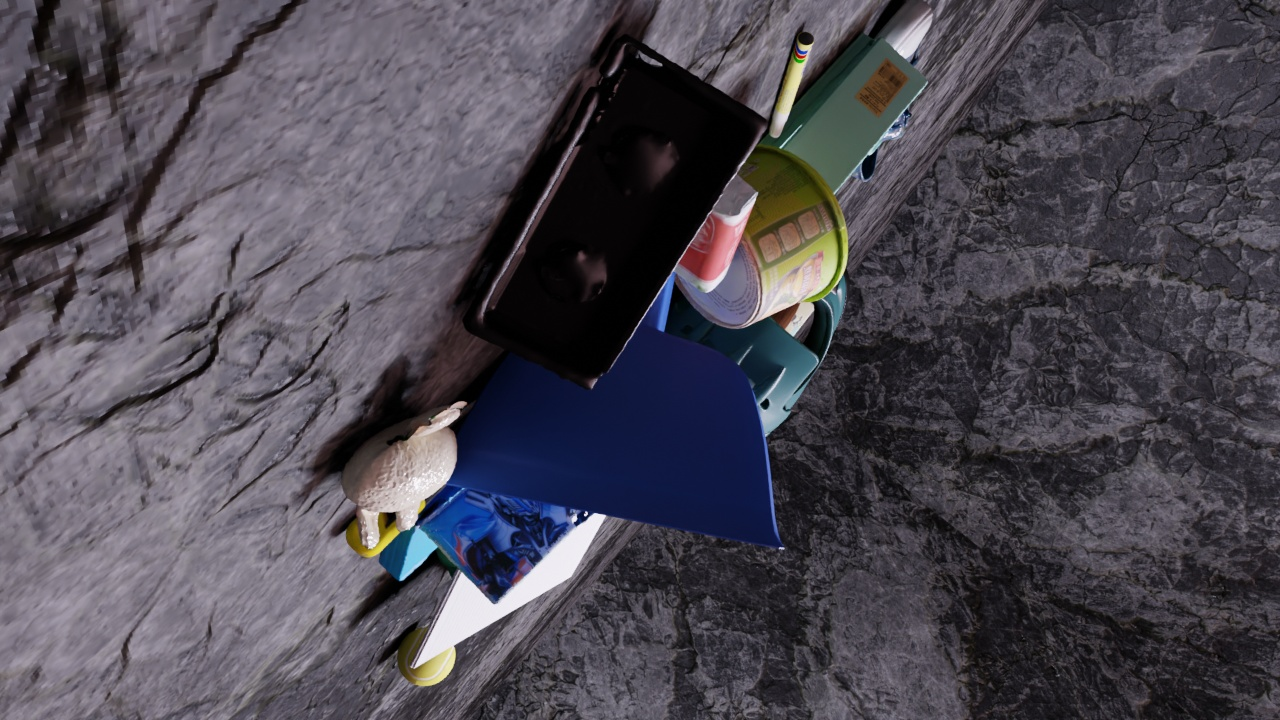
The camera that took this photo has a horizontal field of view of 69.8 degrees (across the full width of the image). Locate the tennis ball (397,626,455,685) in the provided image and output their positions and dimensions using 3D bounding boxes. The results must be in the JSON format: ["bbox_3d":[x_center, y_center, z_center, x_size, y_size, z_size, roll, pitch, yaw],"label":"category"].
[{"bbox_3d":[-0.246,0.340,1.055,0.065,0.065,0.065,-48,169,-12],"label":"tennis ball"}]

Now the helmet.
[{"bbox_3d":[0.107,-0.013,0.986,0.199,0.176,0.276,-45,177,-36],"label":"helmet"}]

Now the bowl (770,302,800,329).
[{"bbox_3d":[0.137,-0.071,1.203,0.147,0.069,0.147,-46,-162,20],"label":"bowl"}]

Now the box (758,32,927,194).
[{"bbox_3d":[0.193,-0.222,0.894,0.188,0.093,0.077,-48,168,-16],"label":"box"}]

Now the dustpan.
[{"bbox_3d":[-0.004,0.004,0.691,0.060,0.245,0.257,97,4,-62],"label":"dustpan"}]

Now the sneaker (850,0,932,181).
[{"bbox_3d":[0.271,-0.292,1.016,0.087,0.079,0.236,-44,168,-29],"label":"sneaker"}]

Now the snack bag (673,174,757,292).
[{"bbox_3d":[0.038,-0.106,0.681,0.036,0.077,0.116,-48,169,-22],"label":"snack bag"}]

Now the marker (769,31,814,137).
[{"bbox_3d":[0.128,-0.234,0.791,0.014,0.014,0.132,-48,169,-16],"label":"marker"}]

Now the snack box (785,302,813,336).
[{"bbox_3d":[0.158,-0.045,1.300,0.141,0.044,0.193,-52,-164,3],"label":"snack box"}]

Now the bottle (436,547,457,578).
[{"bbox_3d":[-0.161,0.201,0.928,0.068,0.068,0.210,-48,165,-13],"label":"bottle"}]

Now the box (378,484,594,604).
[{"bbox_3d":[-0.089,0.107,0.773,0.242,0.115,0.094,-41,165,-43],"label":"box"}]

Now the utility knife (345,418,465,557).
[{"bbox_3d":[-0.145,0.075,0.673,0.172,0.029,0.020,-47,175,-29],"label":"utility knife"}]

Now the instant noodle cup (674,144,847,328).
[{"bbox_3d":[0.091,-0.098,0.776,0.097,0.146,0.146,-33,162,-28],"label":"instant noodle cup"}]

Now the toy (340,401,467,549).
[{"bbox_3d":[-0.145,0.063,0.568,0.087,0.050,0.112,-21,135,-60],"label":"toy"}]

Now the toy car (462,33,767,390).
[{"bbox_3d":[-0.020,-0.087,0.533,0.192,0.094,0.071,-57,-162,25],"label":"toy car"}]

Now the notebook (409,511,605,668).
[{"bbox_3d":[-0.108,0.195,0.910,0.245,0.013,0.178,-16,140,-56],"label":"notebook"}]
